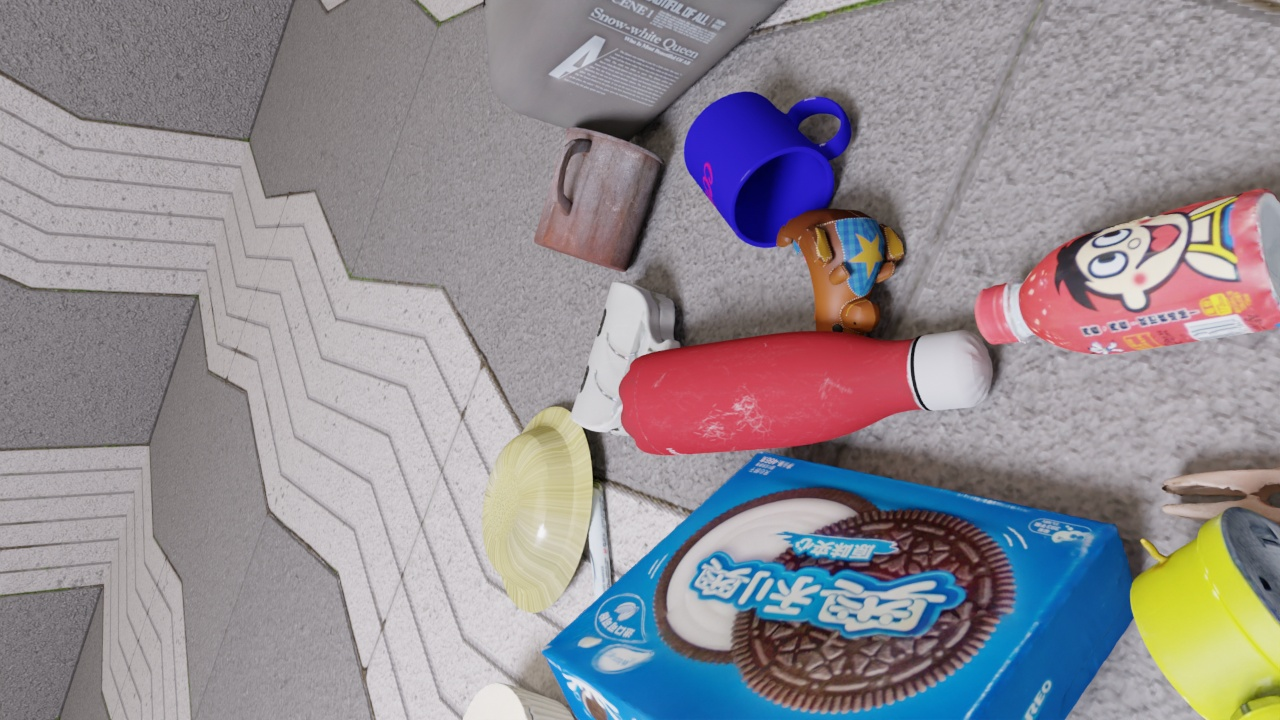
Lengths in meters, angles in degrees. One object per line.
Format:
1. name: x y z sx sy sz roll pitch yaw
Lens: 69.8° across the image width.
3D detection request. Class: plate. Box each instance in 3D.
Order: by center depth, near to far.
1. plate: -0.106 0.130 0.823 0.185 0.036 0.184 -28 56 51

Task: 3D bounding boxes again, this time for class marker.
1. marker: -0.032 0.167 0.747 0.017 0.017 0.146 -35 51 41

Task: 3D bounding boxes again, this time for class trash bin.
1. trash bin: -0.016 -0.320 0.773 0.221 0.197 0.197 -39 50 46

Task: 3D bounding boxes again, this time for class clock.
1. clock: 0.245 0.114 0.352 0.057 0.083 0.119 -51 39 35

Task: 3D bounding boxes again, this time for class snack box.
1. snack box: 0.089 0.139 0.470 0.239 0.195 0.056 7 127 53

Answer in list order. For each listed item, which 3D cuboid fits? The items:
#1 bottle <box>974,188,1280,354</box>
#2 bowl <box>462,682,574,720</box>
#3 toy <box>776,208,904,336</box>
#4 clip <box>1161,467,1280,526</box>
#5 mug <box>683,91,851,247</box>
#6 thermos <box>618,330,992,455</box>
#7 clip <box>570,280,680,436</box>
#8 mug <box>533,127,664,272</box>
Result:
1. bottle: 0.231 -0.034 0.443 0.138 0.062 0.062 -14 66 48
2. bowl: -0.092 0.317 0.729 0.116 0.062 0.115 -23 60 46
3. toy: 0.120 -0.054 0.605 0.103 0.070 0.090 14 107 62
4. clip: 0.262 0.057 0.400 0.061 0.025 0.049 41 109 49
5. mug: 0.096 -0.146 0.654 0.111 0.079 0.083 -35 46 8
6. thermos: 0.096 0.018 0.575 0.240 0.073 0.073 -8 70 38
7. clip: -0.010 0.003 0.735 0.151 0.089 0.125 25 100 63
8. mug: -0.044 -0.141 0.792 0.096 0.122 0.110 14 92 28
